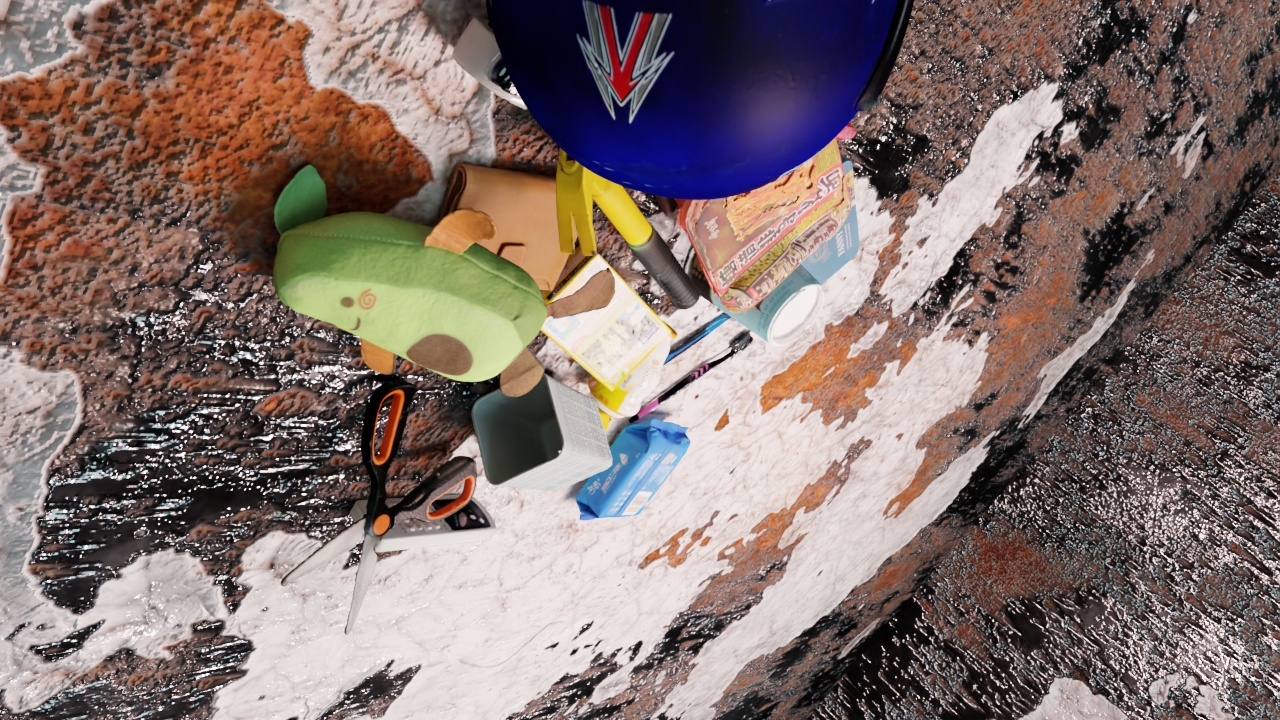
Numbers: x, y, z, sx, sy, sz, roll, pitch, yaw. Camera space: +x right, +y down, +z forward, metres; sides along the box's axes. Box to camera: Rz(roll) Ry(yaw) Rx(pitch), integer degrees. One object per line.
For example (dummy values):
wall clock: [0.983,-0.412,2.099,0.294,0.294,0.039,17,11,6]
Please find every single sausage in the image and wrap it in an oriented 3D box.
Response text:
sausage: [0.173,-0.238,0.925,0.155,0.020,0.020,-7,132,-45]

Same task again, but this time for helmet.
helmet: [0.045,-0.244,0.556,0.241,0.247,0.314,83,26,-59]

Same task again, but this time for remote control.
remote control: [-0.210,0.158,0.906,0.149,0.058,0.021,5,122,-52]

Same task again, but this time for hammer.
hammer: [-0.002,-0.113,0.819,0.300,0.033,0.128,43,57,-63]

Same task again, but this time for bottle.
bottle: [-0.006,0.006,0.959,0.108,0.063,0.063,-54,147,13]

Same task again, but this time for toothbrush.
toothbrush: [0.061,0.019,1.098,0.189,0.014,0.018,-34,136,-16]
toothbrush: [0.037,-0.010,1.042,0.189,0.016,0.014,-35,138,-19]

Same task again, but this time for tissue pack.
tissue pack: [-0.009,0.131,1.109,0.157,0.052,0.094,-54,149,15]

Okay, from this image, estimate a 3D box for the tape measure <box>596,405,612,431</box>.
tape measure: [-0.060,0.076,1.010,0.057,0.029,0.060,8,120,-51]

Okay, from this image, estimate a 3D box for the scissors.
scissors: [-0.224,0.125,0.814,0.220,0.022,0.234,-6,108,-59]

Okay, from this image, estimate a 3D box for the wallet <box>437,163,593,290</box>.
wallet: [-0.107,-0.105,0.752,0.131,0.031,0.108,-2,128,-45]

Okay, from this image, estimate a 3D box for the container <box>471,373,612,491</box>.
container: [-0.091,0.075,0.901,0.090,0.090,0.111,-26,156,20]

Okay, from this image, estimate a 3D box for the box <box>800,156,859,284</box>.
box: [0.185,-0.152,0.999,0.089,0.061,0.184,-41,146,-5]

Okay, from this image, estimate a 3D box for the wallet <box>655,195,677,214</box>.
wallet: [0.053,-0.200,0.823,0.124,0.032,0.101,-41,151,-4]

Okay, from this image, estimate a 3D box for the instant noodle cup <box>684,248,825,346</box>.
instant noodle cup: [0.124,-0.080,0.953,0.111,0.120,0.111,-29,145,-24]

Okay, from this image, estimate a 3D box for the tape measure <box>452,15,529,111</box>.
tape measure: [-0.092,-0.202,0.622,0.066,0.066,0.034,10,121,-54]

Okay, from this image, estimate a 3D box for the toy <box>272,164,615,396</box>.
toy: [-0.151,-0.043,0.673,0.246,0.089,0.228,18,140,-28]

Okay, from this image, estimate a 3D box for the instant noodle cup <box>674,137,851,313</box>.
instant noodle cup: [0.104,-0.148,0.835,0.164,0.079,0.189,-41,146,-4]

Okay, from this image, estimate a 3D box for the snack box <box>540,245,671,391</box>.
snack box: [-0.040,-0.039,0.873,0.087,0.034,0.140,-45,133,1]
